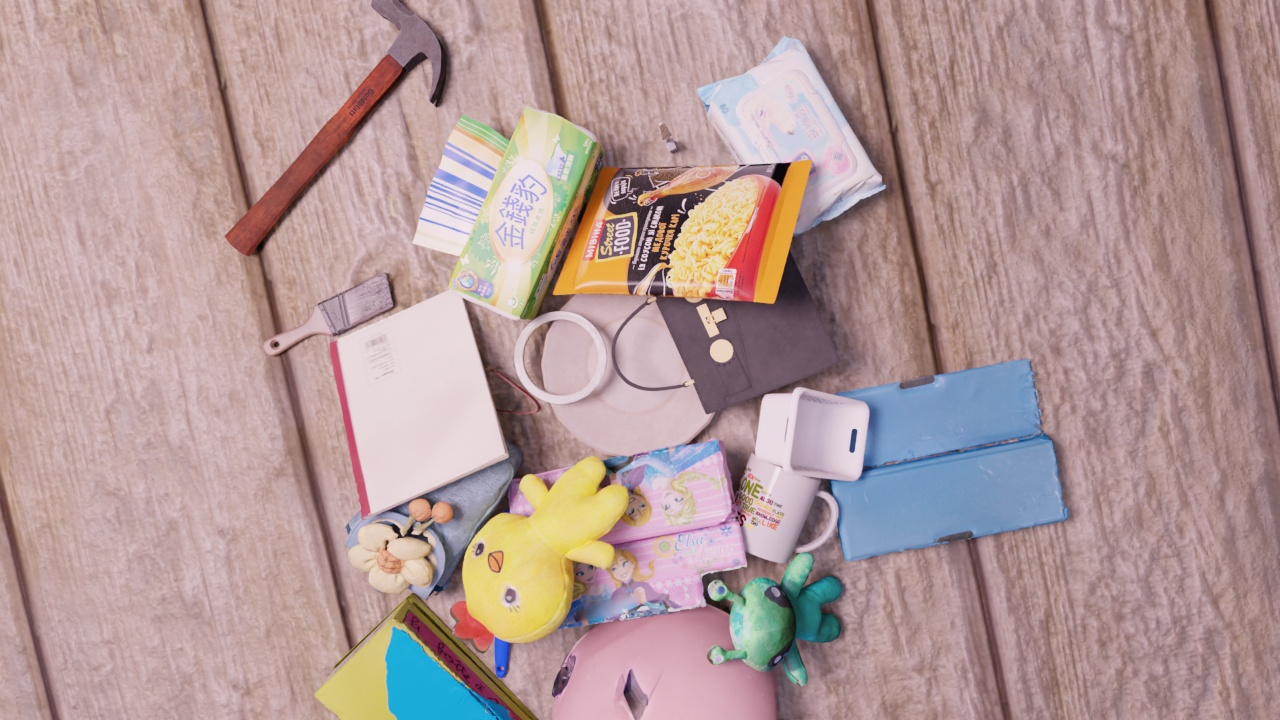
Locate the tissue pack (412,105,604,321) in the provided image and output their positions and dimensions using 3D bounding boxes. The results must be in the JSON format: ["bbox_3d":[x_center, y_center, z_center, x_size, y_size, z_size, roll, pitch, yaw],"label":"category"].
[{"bbox_3d":[-0.138,-0.151,0.897,0.141,0.120,0.197,24,87,1],"label":"tissue pack"}]

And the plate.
[{"bbox_3d":[-0.006,0.005,0.942,0.189,0.027,0.189,0,93,1],"label":"plate"}]

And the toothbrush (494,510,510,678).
[{"bbox_3d":[-0.143,0.246,0.968,0.016,0.018,0.182,3,96,1],"label":"toothbrush"}]

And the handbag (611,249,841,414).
[{"bbox_3d":[0.063,-0.036,0.897,0.195,0.072,0.175,-24,87,-4],"label":"handbag"}]

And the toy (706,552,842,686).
[{"bbox_3d":[0.135,0.251,0.898,0.073,0.193,0.130,-1,84,44],"label":"toy"}]

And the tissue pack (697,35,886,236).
[{"bbox_3d":[0.147,-0.219,0.905,0.112,0.070,0.182,-31,92,3],"label":"tissue pack"}]

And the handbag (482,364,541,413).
[{"bbox_3d":[-0.155,0.029,0.931,0.120,0.029,0.055,21,96,16],"label":"handbag"}]

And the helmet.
[{"bbox_3d":[0.023,0.374,0.910,0.230,0.152,0.255,39,99,-5],"label":"helmet"}]

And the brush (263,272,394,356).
[{"bbox_3d":[-0.324,-0.043,0.953,0.151,0.012,0.039,-25,93,2],"label":"brush"}]

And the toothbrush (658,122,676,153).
[{"bbox_3d":[0.026,-0.206,0.852,0.010,0.181,0.010,-27,96,7],"label":"toothbrush"}]

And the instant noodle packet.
[{"bbox_3d":[0.037,-0.123,0.860,0.221,0.032,0.159,4,60,26],"label":"instant noodle packet"}]

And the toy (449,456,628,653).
[{"bbox_3d":[-0.094,0.185,0.872,0.208,0.092,0.134,-53,50,8],"label":"toy"}]

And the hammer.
[{"bbox_3d":[-0.314,-0.226,0.935,0.111,0.028,0.301,42,94,-1],"label":"hammer"}]

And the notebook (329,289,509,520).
[{"bbox_3d":[-0.223,0.035,0.901,0.153,0.012,0.208,-24,59,3],"label":"notebook"}]

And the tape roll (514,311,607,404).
[{"bbox_3d":[-0.080,-0.003,0.921,0.093,0.013,0.093,0,94,1],"label":"tape roll"}]

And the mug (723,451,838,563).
[{"bbox_3d":[0.145,0.152,0.925,0.105,0.073,0.089,21,93,0],"label":"mug"}]

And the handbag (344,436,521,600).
[{"bbox_3d":[-0.208,0.145,0.910,0.122,0.118,0.192,37,97,0],"label":"handbag"}]

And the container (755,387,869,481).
[{"bbox_3d":[0.164,0.071,0.890,0.050,0.129,0.080,5,85,45],"label":"container"}]

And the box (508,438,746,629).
[{"bbox_3d":[-0.014,0.176,0.909,0.231,0.035,0.159,-14,79,17],"label":"box"}]

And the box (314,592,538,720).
[{"bbox_3d":[-0.209,0.366,0.946,0.221,0.081,0.124,44,94,-5],"label":"box"}]

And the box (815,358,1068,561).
[{"bbox_3d":[0.305,0.101,0.941,0.231,0.033,0.174,-12,93,2],"label":"box"}]
